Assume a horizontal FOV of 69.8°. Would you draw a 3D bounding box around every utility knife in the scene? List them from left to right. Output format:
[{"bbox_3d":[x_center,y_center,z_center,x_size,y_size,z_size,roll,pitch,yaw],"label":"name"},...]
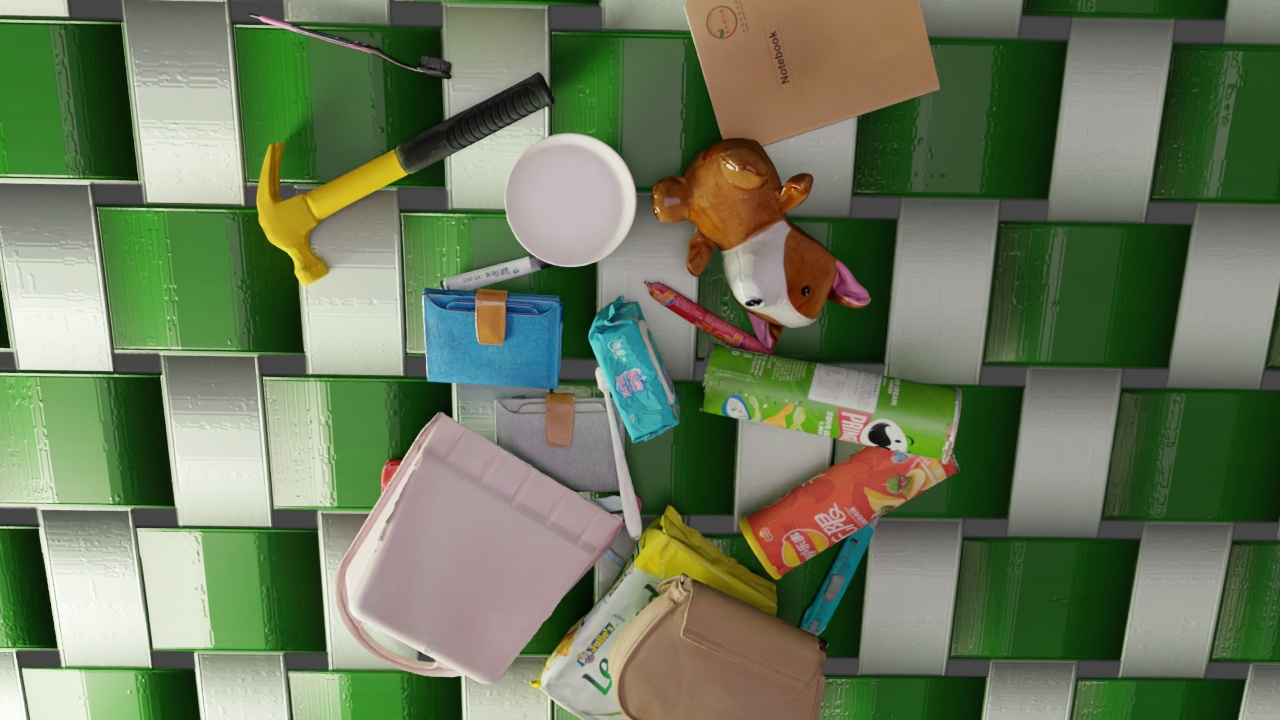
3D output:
[{"bbox_3d":[-0.118,0.165,0.941,0.218,0.018,0.034,-11,106,9],"label":"utility knife"},{"bbox_3d":[0.212,0.225,0.975,0.029,0.013,0.176,21,103,-8],"label":"utility knife"}]

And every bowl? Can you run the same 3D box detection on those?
[{"bbox_3d":[-0.063,-0.150,0.850,0.118,0.064,0.118,0,104,0],"label":"bowl"}]

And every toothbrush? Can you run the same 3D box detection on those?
[{"bbox_3d":[-0.264,-0.291,0.839,0.189,0.014,0.018,16,93,-4],"label":"toothbrush"},{"bbox_3d":[-0.020,0.093,0.906,0.016,0.016,0.180,-13,100,-9],"label":"toothbrush"}]

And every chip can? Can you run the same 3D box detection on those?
[{"bbox_3d":[0.176,0.037,0.868,0.236,0.072,0.072,11,104,13],"label":"chip can"},{"bbox_3d":[0.209,0.138,0.923,0.217,0.073,0.073,-31,102,6],"label":"chip can"}]

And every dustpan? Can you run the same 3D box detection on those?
[{"bbox_3d":[-0.189,0.208,0.945,0.222,0.139,0.273,36,81,-13],"label":"dustpan"}]

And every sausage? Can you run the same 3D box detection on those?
[{"bbox_3d":[0.069,-0.037,0.904,0.156,0.020,0.020,29,102,-8],"label":"sausage"}]

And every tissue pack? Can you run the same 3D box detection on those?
[{"bbox_3d":[-0.005,0.005,0.876,0.050,0.093,0.133,-21,104,8],"label":"tissue pack"}]

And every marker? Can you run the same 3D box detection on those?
[{"bbox_3d":[-0.131,-0.089,0.889,0.131,0.018,0.022,-14,89,2],"label":"marker"}]

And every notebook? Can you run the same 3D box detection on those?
[{"bbox_3d":[0.159,-0.290,0.847,0.208,0.008,0.148,-17,104,3],"label":"notebook"}]

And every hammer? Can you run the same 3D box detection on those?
[{"bbox_3d":[-0.221,-0.188,0.856,0.301,0.032,0.129,-25,104,6],"label":"hammer"}]

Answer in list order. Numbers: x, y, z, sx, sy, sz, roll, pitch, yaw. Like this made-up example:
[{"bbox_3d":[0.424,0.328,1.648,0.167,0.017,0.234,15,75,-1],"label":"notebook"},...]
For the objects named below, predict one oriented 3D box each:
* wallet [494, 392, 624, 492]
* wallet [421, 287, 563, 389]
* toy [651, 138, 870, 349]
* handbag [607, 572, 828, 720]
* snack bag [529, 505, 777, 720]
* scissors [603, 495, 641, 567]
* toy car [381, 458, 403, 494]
[{"bbox_3d":[-0.080,0.084,0.923,0.129,0.037,0.107,0,104,-2],"label":"wallet"},{"bbox_3d":[-0.142,-0.021,0.888,0.133,0.040,0.106,3,121,-3],"label":"wallet"},{"bbox_3d":[0.109,-0.104,0.839,0.140,0.130,0.199,-19,118,38],"label":"toy"},{"bbox_3d":[0.075,0.297,0.882,0.204,0.100,0.148,28,95,-12],"label":"handbag"},{"bbox_3d":[0.016,0.285,0.956,0.158,0.068,0.247,35,100,-14],"label":"snack bag"},{"bbox_3d":[-0.056,0.181,0.961,0.134,0.017,0.133,35,105,-13],"label":"scissors"},{"bbox_3d":[-0.244,0.153,0.943,0.049,0.031,0.106,9,106,-2],"label":"toy car"}]
